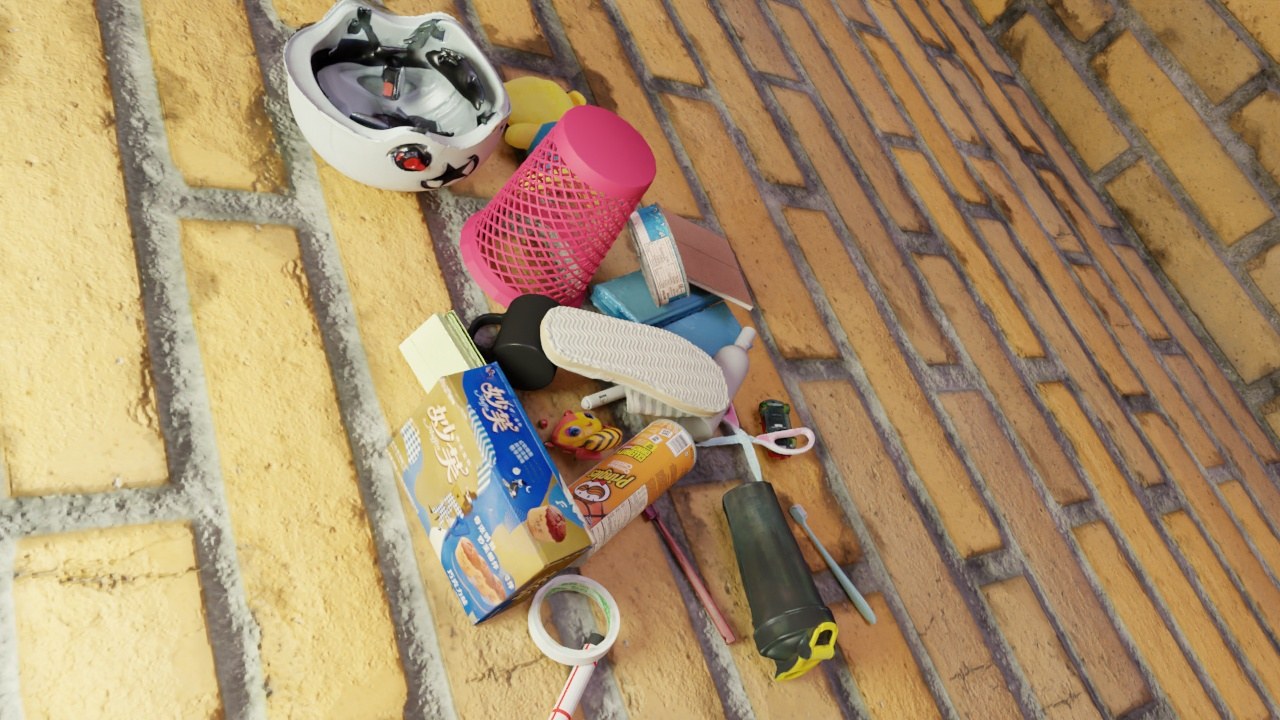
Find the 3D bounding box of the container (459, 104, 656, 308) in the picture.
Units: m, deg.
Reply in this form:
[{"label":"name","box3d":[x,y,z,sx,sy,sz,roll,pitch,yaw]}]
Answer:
[{"label":"container","box3d":[-0.092,-0.188,1.133,0.183,0.226,0.182,21,47,-24]}]

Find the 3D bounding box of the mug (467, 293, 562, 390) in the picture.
[{"label":"mug","box3d":[-0.147,-0.024,1.082,0.113,0.078,0.087,10,46,3]}]

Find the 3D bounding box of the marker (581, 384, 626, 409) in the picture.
[{"label":"marker","box3d":[-0.024,0.041,1.163,0.133,0.017,0.020,-18,107,-45]}]

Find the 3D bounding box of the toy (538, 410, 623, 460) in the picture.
[{"label":"toy","box3d":[-0.064,0.086,1.055,0.084,0.103,0.046,-4,102,-44]}]

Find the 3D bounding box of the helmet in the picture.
[{"label":"helmet","box3d":[-0.300,-0.298,1.106,0.263,0.164,0.236,-16,64,-37]}]

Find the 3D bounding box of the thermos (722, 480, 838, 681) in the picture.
[{"label":"thermos","box3d":[0.160,0.254,1.083,0.098,0.098,0.220,9,49,-33]}]

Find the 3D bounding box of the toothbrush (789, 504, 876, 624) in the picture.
[{"label":"toothbrush","box3d":[0.253,0.266,1.202,0.016,0.016,0.180,-15,67,-53]}]

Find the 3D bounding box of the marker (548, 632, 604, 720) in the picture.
[{"label":"marker","box3d":[-0.069,0.330,0.895,0.019,0.019,0.145,39,42,-7]}]

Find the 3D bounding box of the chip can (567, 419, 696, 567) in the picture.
[{"label":"chip can","box3d":[-0.024,0.144,1.036,0.075,0.075,0.214,50,42,6]}]

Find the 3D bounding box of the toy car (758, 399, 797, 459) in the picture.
[{"label":"toy car","box3d":[0.188,0.094,1.267,0.042,0.036,0.091,3,56,-13]}]

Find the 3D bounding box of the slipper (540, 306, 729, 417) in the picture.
[{"label":"slipper","box3d":[-0.007,0.006,1.104,0.272,0.054,0.114,21,51,-33]}]

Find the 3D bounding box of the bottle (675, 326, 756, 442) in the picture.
[{"label":"bottle","box3d":[0.111,0.023,1.233,0.052,0.053,0.194,39,51,-6]}]

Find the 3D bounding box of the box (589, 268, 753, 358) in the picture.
[{"label":"box","box3d":[0.056,-0.064,1.278,0.177,0.048,0.230,51,39,11]}]

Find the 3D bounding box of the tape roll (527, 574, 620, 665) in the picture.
[{"label":"tape roll","box3d":[-0.067,0.263,0.933,0.093,0.018,0.093,13,42,-12]}]

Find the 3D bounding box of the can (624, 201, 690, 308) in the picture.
[{"label":"can","box3d":[0.022,-0.136,1.187,0.044,0.130,0.130,-20,65,-1]}]

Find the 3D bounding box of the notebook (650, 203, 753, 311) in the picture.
[{"label":"notebook","box3d":[0.088,-0.157,1.365,0.141,0.008,0.208,23,29,-21]}]

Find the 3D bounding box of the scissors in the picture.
[{"label":"scissors","box3d":[0.147,0.091,1.227,0.172,0.013,0.170,-4,49,-18]}]

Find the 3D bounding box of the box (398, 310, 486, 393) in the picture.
[{"label":"box","box3d":[-0.181,0.036,1.003,0.090,0.078,0.188,-18,72,-46]}]

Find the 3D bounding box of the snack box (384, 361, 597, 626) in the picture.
[{"label":"snack box","box3d":[-0.151,0.129,0.889,0.069,0.155,0.202,-16,69,-45]}]

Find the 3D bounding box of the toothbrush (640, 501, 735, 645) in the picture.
[{"label":"toothbrush","box3d":[0.052,0.244,1.062,0.016,0.016,0.190,-20,72,-41]}]

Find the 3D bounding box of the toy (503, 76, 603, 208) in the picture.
[{"label":"toy","box3d":[-0.130,-0.328,1.324,0.148,0.084,0.213,3,59,-39]}]
